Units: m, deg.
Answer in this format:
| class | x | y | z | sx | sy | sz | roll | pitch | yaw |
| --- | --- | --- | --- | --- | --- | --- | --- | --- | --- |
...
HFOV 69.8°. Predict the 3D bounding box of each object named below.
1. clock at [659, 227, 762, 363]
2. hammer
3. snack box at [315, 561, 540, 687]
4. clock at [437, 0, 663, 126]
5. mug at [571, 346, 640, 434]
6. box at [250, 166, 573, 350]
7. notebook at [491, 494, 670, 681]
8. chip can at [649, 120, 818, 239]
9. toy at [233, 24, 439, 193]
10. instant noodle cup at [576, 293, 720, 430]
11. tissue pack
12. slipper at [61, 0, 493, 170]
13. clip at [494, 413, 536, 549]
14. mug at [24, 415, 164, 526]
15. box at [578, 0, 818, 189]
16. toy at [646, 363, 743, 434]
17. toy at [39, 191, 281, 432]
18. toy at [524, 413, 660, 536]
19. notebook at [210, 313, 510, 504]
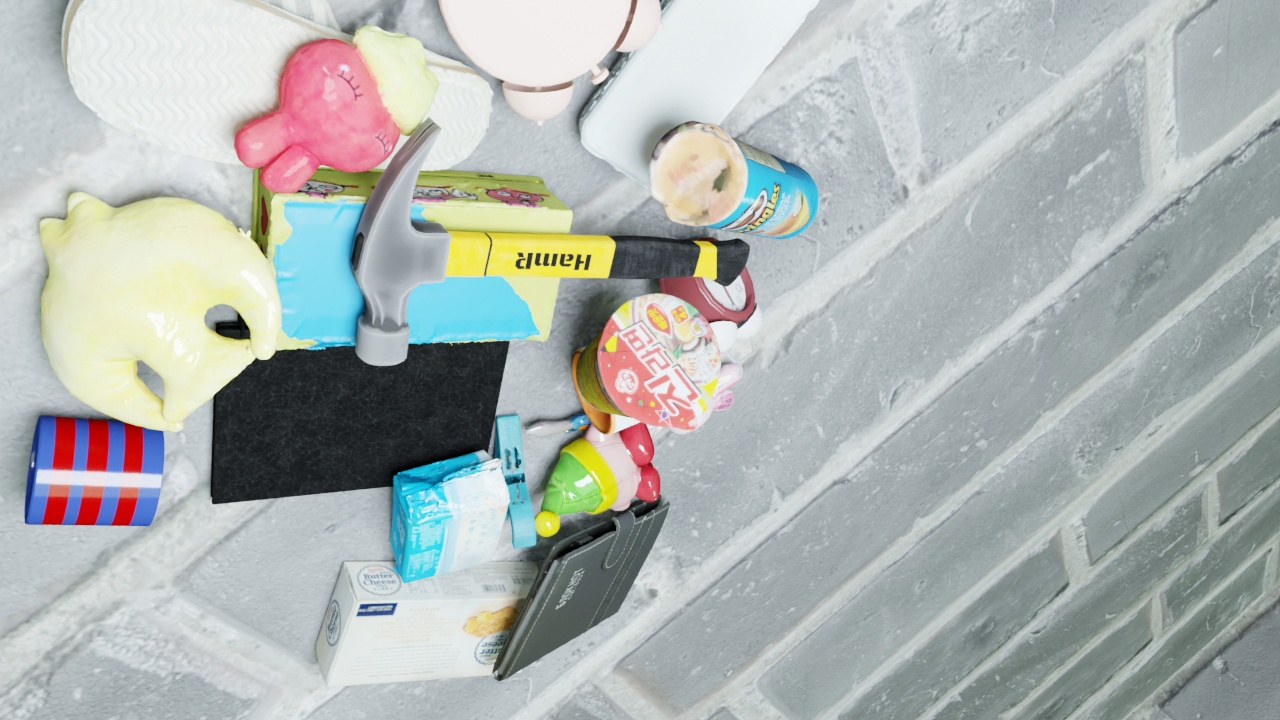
| class | x | y | z | sx | sy | sz | roll | pitch | yaw |
| --- | --- | --- | --- | --- | --- | --- | --- | --- | --- |
| clock | 0.066 | -0.057 | 0.826 | 0.044 | 0.124 | 0.086 | -30 | 178 | 40 |
| hammer | -0.050 | -0.082 | 0.687 | 0.323 | 0.034 | 0.170 | -2 | 120 | -32 |
| snack box | -0.198 | 0.254 | 0.897 | 0.207 | 0.057 | 0.104 | 9 | 114 | -35 |
| clock | -0.069 | -0.251 | 0.618 | 0.131 | 0.086 | 0.160 | -36 | 130 | 7 |
| mug | 0.001 | 0.013 | 0.846 | 0.105 | 0.082 | 0.082 | -20 | 128 | -21 |
| box | -0.172 | -0.078 | 0.686 | 0.220 | 0.079 | 0.125 | -3 | 121 | -28 |
| notebook | -0.052 | 0.224 | 0.933 | 0.208 | 0.029 | 0.170 | -14 | 134 | -61 |
| chip can | 0.083 | -0.140 | 0.749 | 0.080 | 0.080 | 0.229 | -62 | 161 | 16 |
| toy | -0.188 | -0.155 | 0.574 | 0.135 | 0.045 | 0.092 | -36 | 144 | -16 |
| instant noodle cup | -0.005 | 0.004 | 0.739 | 0.100 | 0.113 | 0.100 | 2 | 84 | -21 |
| tissue pack | -0.172 | 0.139 | 0.820 | 0.092 | 0.061 | 0.145 | -10 | 144 | -25 |
| slipper | -0.221 | -0.181 | 0.599 | 0.272 | 0.054 | 0.115 | 2 | 123 | -43 |
| clip | -0.118 | 0.125 | 0.845 | 0.033 | 0.118 | 0.120 | -2 | 132 | -23 |
| mug | -0.397 | 0.090 | 0.663 | 0.076 | 0.075 | 0.112 | 8 | 141 | -36 |
| box | 0.044 | -0.229 | 0.701 | 0.118 | 0.063 | 0.214 | 24 | 123 | -38 |
| toy | 0.055 | 0.041 | 0.923 | 0.109 | 0.047 | 0.064 | -23 | 137 | -22 |
| toy | -0.320 | -0.039 | 0.598 | 0.171 | 0.064 | 0.155 | -35 | 102 | 13 |
| toy | -0.047 | 0.108 | 0.875 | 0.131 | 0.096 | 0.124 | -14 | 122 | -10 |
| notebook | -0.228 | 0.036 | 0.762 | 0.231 | 0.019 | 0.169 | -2 | 121 | -31 |
